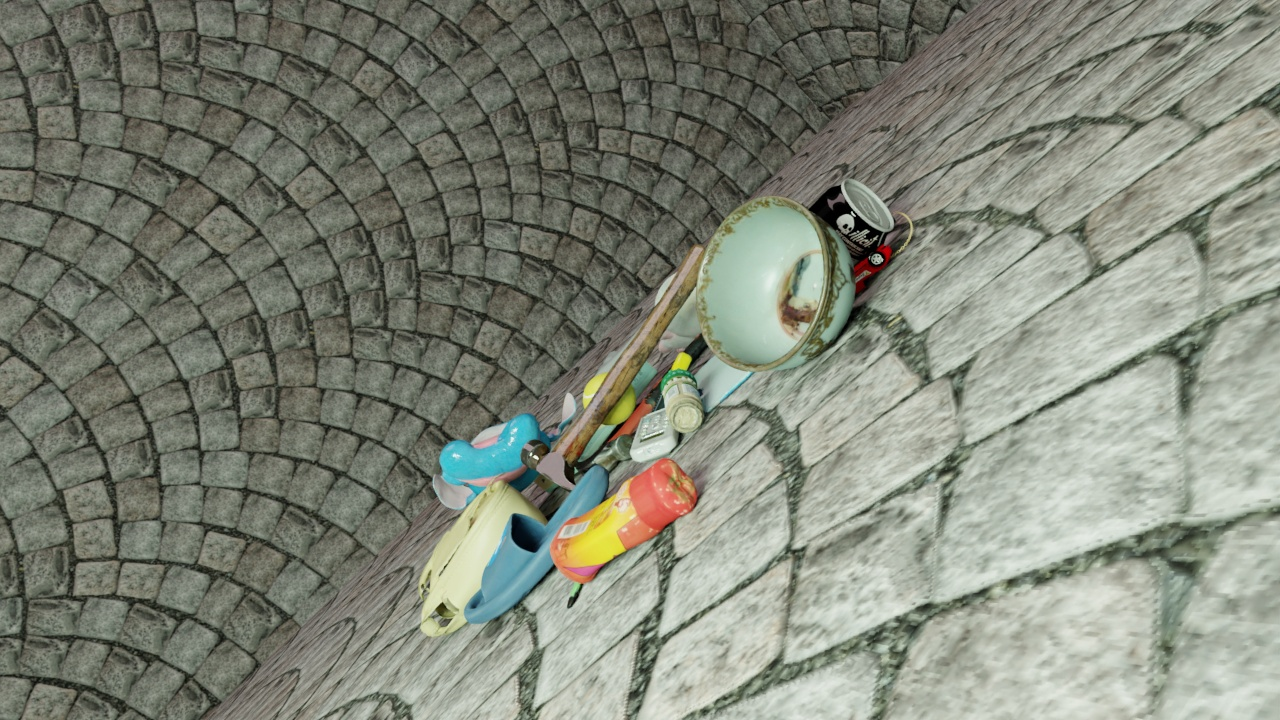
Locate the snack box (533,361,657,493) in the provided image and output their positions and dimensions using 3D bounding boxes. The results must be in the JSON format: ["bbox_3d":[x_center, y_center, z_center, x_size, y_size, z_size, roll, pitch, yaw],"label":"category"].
[{"bbox_3d":[-0.067,0.092,1.303,0.193,0.044,0.142,-52,7,-32],"label":"snack box"}]

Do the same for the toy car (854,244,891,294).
[{"bbox_3d":[0.211,-0.079,0.907,0.089,0.025,0.038,-40,3,10],"label":"toy car"}]

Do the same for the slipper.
[{"bbox_3d":[-0.110,0.182,0.914,0.214,0.059,0.103,-48,8,13],"label":"slipper"}]

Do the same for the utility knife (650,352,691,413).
[{"bbox_3d":[0.027,0.052,1.107,0.173,0.020,0.029,-63,0,-44],"label":"utility knife"}]

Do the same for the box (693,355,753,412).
[{"bbox_3d":[0.087,-0.031,1.065,0.114,0.114,0.243,-29,7,3],"label":"box"}]

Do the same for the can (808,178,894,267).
[{"bbox_3d":[0.190,-0.116,0.970,0.146,0.080,0.080,-46,3,36],"label":"can"}]

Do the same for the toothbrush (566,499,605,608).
[{"bbox_3d":[-0.047,0.172,0.842,0.014,0.017,0.187,-50,5,19],"label":"toothbrush"}]

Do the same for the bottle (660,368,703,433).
[{"bbox_3d":[0.045,0.043,0.985,0.043,0.042,0.110,-41,14,9],"label":"bottle"}]

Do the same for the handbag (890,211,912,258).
[{"bbox_3d":[0.258,-0.130,1.004,0.084,0.027,0.178,-43,11,7],"label":"handbag"}]

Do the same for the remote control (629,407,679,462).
[{"bbox_3d":[0.020,0.080,0.997,0.050,0.022,0.133,-20,10,10],"label":"remote control"}]

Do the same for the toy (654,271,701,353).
[{"bbox_3d":[0.077,-0.070,1.381,0.138,0.101,0.180,-17,-27,-31],"label":"toy"}]

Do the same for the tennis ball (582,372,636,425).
[{"bbox_3d":[-0.038,0.047,1.123,0.065,0.065,0.065,-42,6,5],"label":"tennis ball"}]

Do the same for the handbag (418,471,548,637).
[{"bbox_3d":[-0.201,0.229,1.100,0.190,0.088,0.233,-47,7,-12],"label":"handbag"}]

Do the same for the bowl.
[{"bbox_3d":[0.138,-0.063,0.841,0.093,0.159,0.160,7,-30,-38],"label":"bowl"}]

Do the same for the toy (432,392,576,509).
[{"bbox_3d":[-0.173,0.119,1.204,0.224,0.099,0.191,-31,-11,-7],"label":"toy"}]

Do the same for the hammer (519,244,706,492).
[{"bbox_3d":[-0.006,0.006,1.064,0.120,0.033,0.330,27,79,39],"label":"hammer"}]

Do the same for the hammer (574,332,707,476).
[{"bbox_3d":[0.019,0.050,1.221,0.133,0.033,0.332,-38,7,44],"label":"hammer"}]

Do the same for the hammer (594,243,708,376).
[{"bbox_3d":[0.029,-0.064,1.180,0.312,0.029,0.124,-49,6,31],"label":"hammer"}]

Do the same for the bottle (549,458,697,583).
[{"bbox_3d":[-0.013,0.131,0.755,0.134,0.048,0.071,-39,7,31],"label":"bottle"}]
